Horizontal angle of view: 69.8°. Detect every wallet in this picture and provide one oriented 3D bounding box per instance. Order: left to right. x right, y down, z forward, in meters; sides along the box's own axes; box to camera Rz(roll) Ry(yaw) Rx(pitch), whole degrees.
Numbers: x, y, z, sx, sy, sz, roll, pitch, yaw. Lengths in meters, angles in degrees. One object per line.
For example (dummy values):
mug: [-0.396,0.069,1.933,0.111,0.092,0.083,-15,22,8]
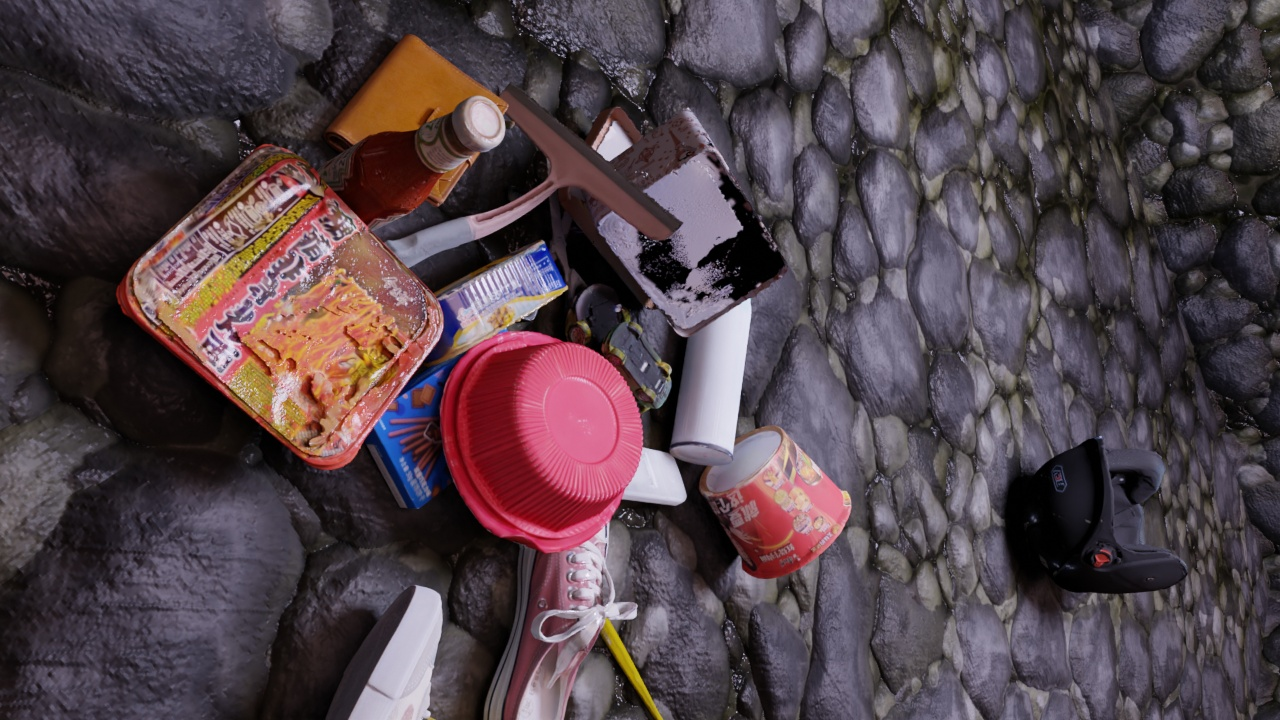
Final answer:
wallet: [-0.178,-0.196,0.766,0.119,0.035,0.130,31,57,-10]

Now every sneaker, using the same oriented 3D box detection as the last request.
sneaker: [-0.181,0.280,0.635,0.090,0.090,0.241,33,62,-19]
sneaker: [-0.059,0.210,0.776,0.118,0.088,0.240,38,52,-34]

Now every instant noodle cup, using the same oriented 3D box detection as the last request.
instant noodle cup: [-0.246,-0.033,0.643,0.189,0.079,0.164,49,52,-25]
instant noodle cup: [-0.065,0.058,0.754,0.193,0.066,0.193,20,60,-38]
instant noodle cup: [0.134,0.144,0.967,0.108,0.138,0.137,52,49,-14]

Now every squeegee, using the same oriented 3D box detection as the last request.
squeegee: [-0.140,-0.118,0.768,0.249,0.247,0.040,-31,149,-24]

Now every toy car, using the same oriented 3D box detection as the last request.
toy car: [-0.034,0.004,0.879,0.070,0.042,0.158,-24,108,-47]
toy car: [-0.005,0.005,0.852,0.091,0.036,0.043,56,51,-32]

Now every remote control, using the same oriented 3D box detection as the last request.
remote control: [-0.002,0.109,0.884,0.135,0.020,0.055,19,46,-54]

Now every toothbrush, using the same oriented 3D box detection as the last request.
toothbrush: [-0.058,-0.125,0.905,0.189,0.014,0.016,26,71,-40]
toothbrush: [-0.004,0.299,0.869,0.015,0.017,0.190,-43,112,-43]

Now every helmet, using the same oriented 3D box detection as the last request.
helmet: [0.735,0.255,1.485,0.275,0.231,0.232,51,36,-27]

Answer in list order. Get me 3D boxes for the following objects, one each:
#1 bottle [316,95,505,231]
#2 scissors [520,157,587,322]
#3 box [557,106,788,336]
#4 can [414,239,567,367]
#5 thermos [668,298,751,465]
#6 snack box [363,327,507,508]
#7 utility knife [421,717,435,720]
bottle: [-0.170,-0.137,0.652,0.059,0.207,0.059,11,74,-43]
scissors: [-0.077,-0.104,0.868,0.174,0.014,0.159,-49,121,-33]
box: [0.022,-0.149,0.906,0.182,0.154,0.180,50,14,-41]
can: [-0.129,-0.050,0.769,0.147,0.075,0.049,-35,106,-35]
thermos: [0.080,-0.003,0.985,0.073,0.073,0.223,29,62,-39]
snack box: [-0.153,0.044,0.759,0.156,0.026,0.084,-40,115,-43]
utility knife: [-0.122,0.320,0.735,0.164,0.033,0.015,42,59,-27]
